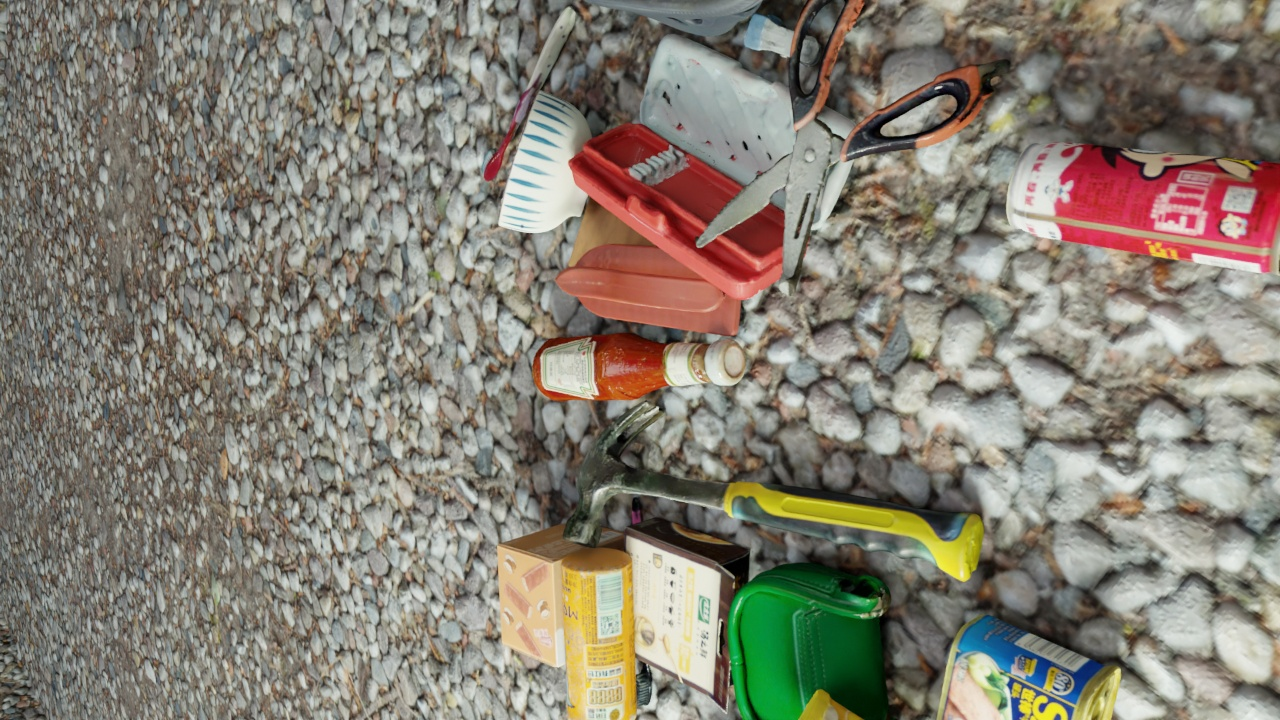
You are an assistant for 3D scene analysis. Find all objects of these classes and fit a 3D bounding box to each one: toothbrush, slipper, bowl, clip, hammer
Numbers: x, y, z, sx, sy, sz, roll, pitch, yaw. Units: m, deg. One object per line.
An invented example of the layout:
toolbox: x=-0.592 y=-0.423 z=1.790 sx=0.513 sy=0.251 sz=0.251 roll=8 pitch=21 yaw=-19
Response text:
toothbrush: x=-0.003 y=0.214 z=0.809 sx=0.014 sy=0.017 sz=0.189 roll=2 pitch=96 yaw=45
slipper: x=0.039 y=-0.293 z=0.660 sx=0.268 sy=0.083 sz=0.111 roll=35 pitch=109 yaw=54
bowl: x=-0.072 y=-0.159 z=0.769 sx=0.066 sy=0.116 sz=0.117 roll=17 pitch=115 yaw=-7
clip: x=0.102 y=-0.223 z=0.643 sx=0.058 sy=0.043 sz=0.027 roll=35 pitch=116 yaw=26
toothbrush: x=-0.105 y=-0.240 z=0.837 sx=0.188 sy=0.016 sz=0.017 roll=-54 pitch=51 yaw=34
hammer: x=0.085 y=0.102 z=0.677 sx=0.324 sy=0.032 sz=0.126 roll=5 pitch=71 yaw=37

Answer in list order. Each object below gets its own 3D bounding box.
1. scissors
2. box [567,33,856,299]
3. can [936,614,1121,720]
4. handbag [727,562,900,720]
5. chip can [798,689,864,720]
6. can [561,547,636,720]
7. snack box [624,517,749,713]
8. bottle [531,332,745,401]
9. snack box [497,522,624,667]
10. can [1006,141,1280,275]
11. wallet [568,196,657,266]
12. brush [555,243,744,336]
scissors: x=0.121 y=-0.151 z=0.594 sx=0.226 sy=0.015 sz=0.189 roll=-26 pitch=68 yaw=20
box: x=0.051 y=-0.144 z=0.674 sx=0.201 sy=0.074 sz=0.154 roll=40 pitch=94 yaw=33
can: x=0.233 y=0.218 z=0.562 sx=0.083 sy=0.057 sz=0.102 roll=18 pitch=108 yaw=42
handbag: x=0.128 y=0.211 z=0.651 sx=0.120 sy=0.067 sz=0.131 roll=-7 pitch=92 yaw=43
chip can: x=0.186 y=0.293 z=0.564 sx=0.213 sy=0.071 sz=0.072 roll=30 pitch=117 yaw=15
can: x=-0.033 y=0.230 z=0.751 sx=0.058 sy=0.058 sz=0.146 roll=5 pitch=99 yaw=43
snack box: x=0.040 y=0.200 z=0.741 sx=0.126 sy=0.053 sz=0.113 roll=12 pitch=105 yaw=42
bottle: x=-0.004 y=0.004 z=0.745 sx=0.206 sy=0.059 sz=0.060 roll=-3 pitch=94 yaw=45
snack box: x=-0.067 y=0.203 z=0.814 sx=0.077 sy=0.092 sz=0.094 roll=4 pitch=99 yaw=43
can: x=0.268 y=-0.083 z=0.484 sx=0.133 sy=0.053 sz=0.053 roll=19 pitch=109 yaw=40
wallet: x=-0.007 y=-0.109 z=0.763 sx=0.101 sy=0.020 sz=0.115 roll=32 pitch=115 yaw=33
brush: x=0.007 y=-0.058 z=0.703 sx=0.146 sy=0.069 sz=0.063 roll=9 pitch=101 yaw=28
